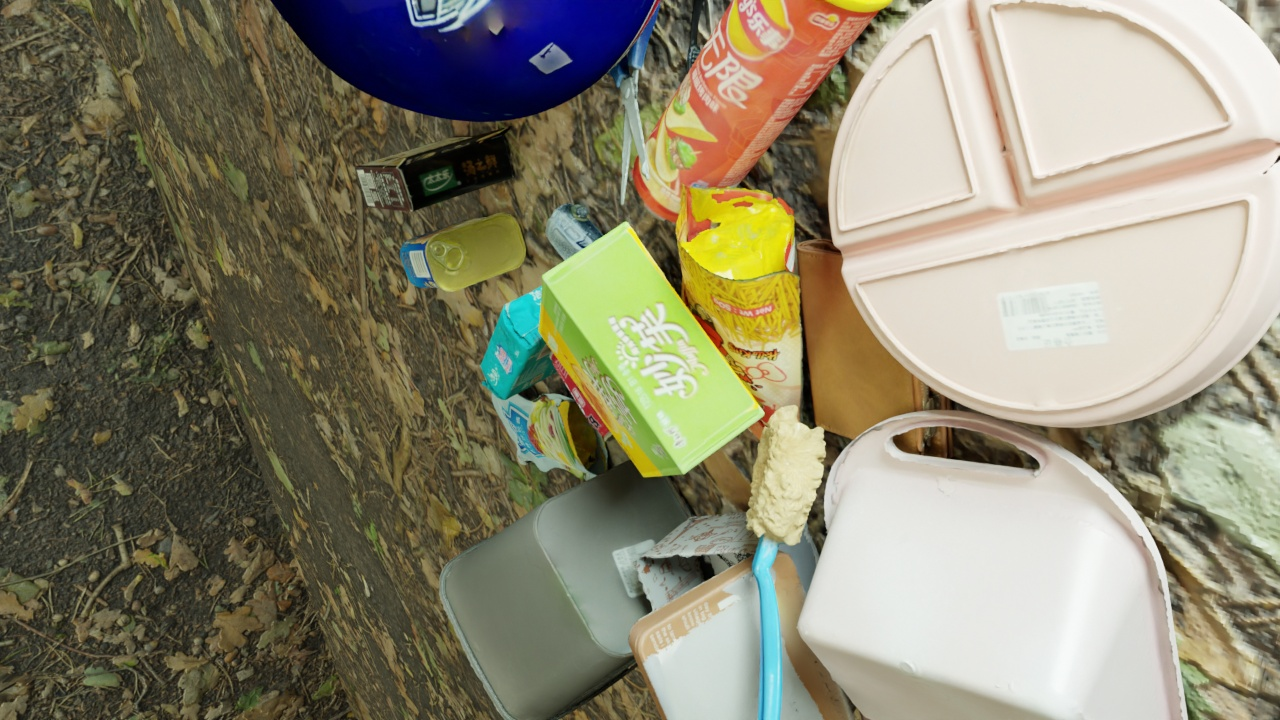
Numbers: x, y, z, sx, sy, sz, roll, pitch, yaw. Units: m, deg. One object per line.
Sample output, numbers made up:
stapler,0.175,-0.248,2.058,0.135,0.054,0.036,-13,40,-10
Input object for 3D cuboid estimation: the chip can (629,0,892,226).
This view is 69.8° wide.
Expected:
chip can,0.064,-0.164,0.548,0.073,0.073,0.217,57,149,11

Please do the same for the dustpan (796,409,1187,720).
dustpan,0.222,0.162,0.570,0.223,0.138,0.273,5,147,41

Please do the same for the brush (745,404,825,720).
brush,0.088,0.157,0.606,0.083,0.046,0.254,117,160,-79

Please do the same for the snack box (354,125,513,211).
snack box,-0.191,-0.182,0.865,0.126,0.113,0.053,17,127,50

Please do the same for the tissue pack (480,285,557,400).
tissue pack,-0.096,-0.021,0.863,0.050,0.093,0.134,52,146,11

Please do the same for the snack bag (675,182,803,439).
snack bag,0.067,-0.023,0.635,0.128,0.073,0.208,43,159,28

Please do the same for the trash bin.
trash bin,-0.052,0.219,0.889,0.198,0.198,0.220,59,142,12

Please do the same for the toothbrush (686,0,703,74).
toothbrush,0.040,-0.257,0.570,0.017,0.014,0.189,28,134,34

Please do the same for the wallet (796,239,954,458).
wallet,0.147,-0.007,0.577,0.108,0.031,0.132,19,128,50

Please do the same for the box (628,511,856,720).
box,0.069,0.235,0.696,0.155,0.186,0.183,-14,100,42

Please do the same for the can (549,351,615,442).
can,-0.030,0.018,0.818,0.094,0.066,0.067,58,148,10

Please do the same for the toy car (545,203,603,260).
toy car,-0.047,-0.096,0.795,0.090,0.034,0.043,49,143,20

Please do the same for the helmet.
helmet,-0.086,-0.297,0.525,0.240,0.246,0.316,23,107,29

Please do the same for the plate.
plate,0.185,-0.072,0.446,0.230,0.028,0.230,22,123,39

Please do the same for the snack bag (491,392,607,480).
snack bag,-0.106,0.077,1.002,0.191,0.038,0.110,2,125,56

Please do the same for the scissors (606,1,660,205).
scissors,-0.010,-0.191,0.628,0.156,0.012,0.166,40,120,60

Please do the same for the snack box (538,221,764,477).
snack box,-0.004,0.004,0.678,0.157,0.070,0.210,54,170,2

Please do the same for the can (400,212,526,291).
can,-0.178,-0.108,0.914,0.083,0.101,0.057,9,119,56
